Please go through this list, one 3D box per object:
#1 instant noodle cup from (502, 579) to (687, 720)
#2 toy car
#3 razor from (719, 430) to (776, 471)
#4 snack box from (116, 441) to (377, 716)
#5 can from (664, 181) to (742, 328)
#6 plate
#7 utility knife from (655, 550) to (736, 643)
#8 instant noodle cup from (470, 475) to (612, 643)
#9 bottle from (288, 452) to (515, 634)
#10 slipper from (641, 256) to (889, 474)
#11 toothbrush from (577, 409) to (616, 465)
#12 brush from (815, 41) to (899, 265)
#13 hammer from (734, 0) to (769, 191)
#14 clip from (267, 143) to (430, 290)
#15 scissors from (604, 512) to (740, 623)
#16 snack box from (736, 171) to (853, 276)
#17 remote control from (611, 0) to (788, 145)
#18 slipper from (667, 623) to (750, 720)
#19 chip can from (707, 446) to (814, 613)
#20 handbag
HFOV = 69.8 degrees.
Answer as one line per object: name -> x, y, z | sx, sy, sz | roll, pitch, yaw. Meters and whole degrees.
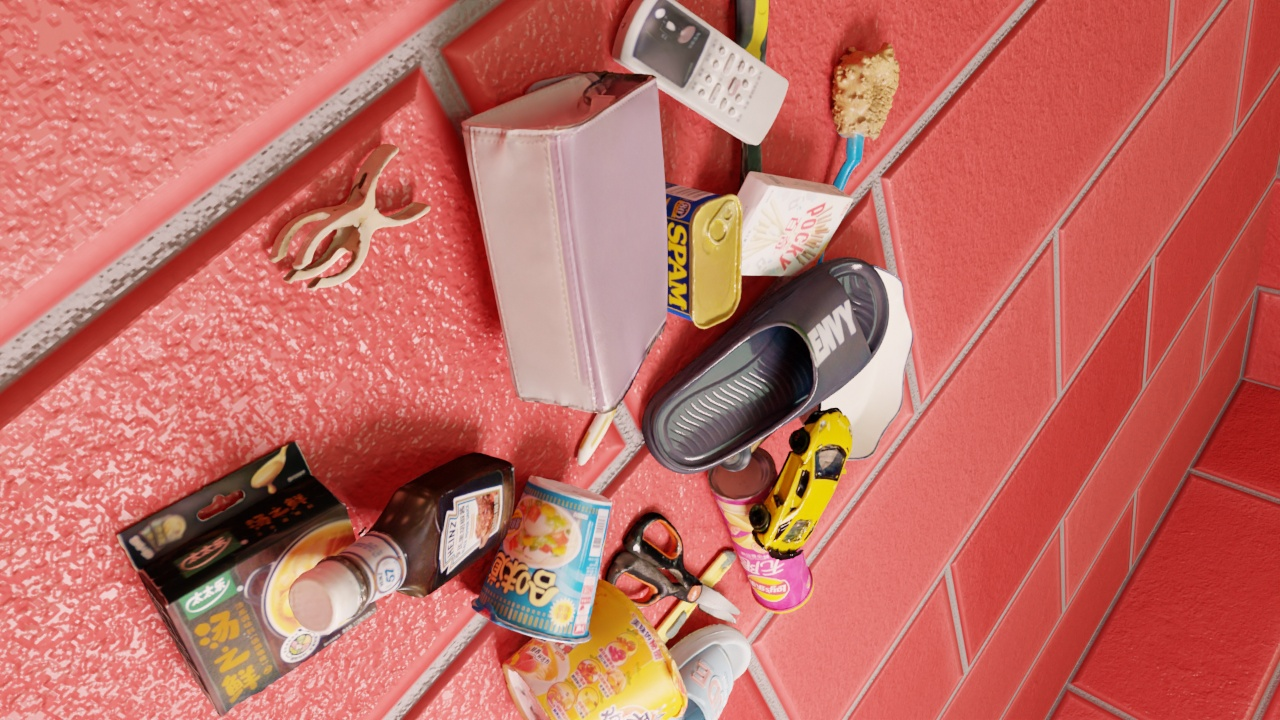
instant noodle cup -> -0.044, 0.274, 0.781 | 0.109, 0.138, 0.138 | -29, 128, -26
toy car -> 0.156, 0.117, 0.871 | 0.071, 0.041, 0.156 | 12, 106, -41
razor -> 0.123, 0.052, 0.914 | 0.167, 0.062, 0.068 | -29, 151, -43
snack box -> -0.235, 0.134, 0.566 | 0.113, 0.053, 0.126 | -32, 134, -34
can -> 0.030, -0.086, 0.720 | 0.057, 0.083, 0.102 | -26, 125, -38
plate -> 0.220, 0.001, 0.954 | 0.204, 0.046, 0.205 | -12, 107, -48
utility knife -> 0.033, 0.273, 0.953 | 0.210, 0.022, 0.031 | -42, 130, -20
instant noodle cup -> -0.070, 0.153, 0.723 | 0.099, 0.099, 0.110 | 22, 84, -50
bottle -> -0.148, 0.119, 0.601 | 0.194, 0.044, 0.080 | -26, 127, -65
slipper -> 0.125, 0.010, 0.811 | 0.268, 0.083, 0.110 | -36, 101, -9
toothbrush -> -0.005, 0.005, 0.775 | 0.016, 0.018, 0.191 | 34, 82, -48
brush -> 0.196, -0.182, 0.898 | 0.083, 0.046, 0.255 | -11, 120, -49
hammer -> 0.090, -0.253, 0.747 | 0.125, 0.032, 0.324 | -28, 127, -38
clip -> -0.171, -0.081, 0.545 | 0.100, 0.035, 0.071 | -53, 138, -29
scissors -> 0.053, 0.215, 0.925 | 0.234, 0.022, 0.142 | 11, 97, -45
snack box -> 0.124, -0.116, 0.804 | 0.156, 0.027, 0.085 | -6, 130, -51
remote control -> 0.048, -0.219, 0.692 | 0.150, 0.021, 0.058 | 21, 98, -35
slipper -> 0.034, 0.358, 0.937 | 0.244, 0.074, 0.104 | -27, 134, -36
chip can -> 0.130, 0.182, 0.967 | 0.071, 0.071, 0.211 | -45, 136, -24
handbag -> -0.040, -0.085, 0.632 | 0.144, 0.098, 0.197 | -43, 136, -48
